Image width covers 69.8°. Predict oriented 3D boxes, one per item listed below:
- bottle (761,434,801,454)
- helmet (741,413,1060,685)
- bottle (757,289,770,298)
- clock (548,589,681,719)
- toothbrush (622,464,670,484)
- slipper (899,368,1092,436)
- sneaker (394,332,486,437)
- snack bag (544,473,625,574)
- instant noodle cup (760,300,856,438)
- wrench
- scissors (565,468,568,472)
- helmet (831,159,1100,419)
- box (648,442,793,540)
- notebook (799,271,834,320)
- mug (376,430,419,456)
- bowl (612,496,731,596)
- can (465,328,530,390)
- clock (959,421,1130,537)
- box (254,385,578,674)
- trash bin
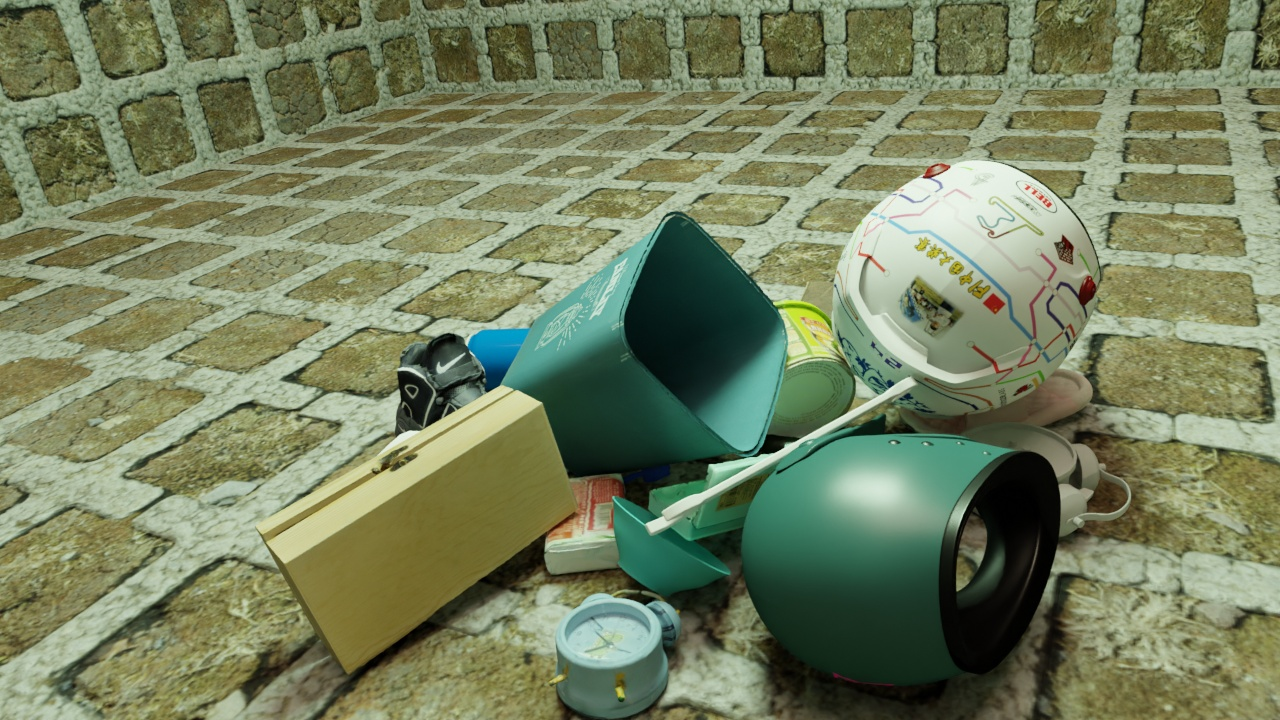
[{"bbox_3d":[0.188,0.098,0.946,0.123,0.033,0.032,4,28,19],"label":"bottle"},{"bbox_3d":[0.191,0.134,0.717,0.201,0.176,0.274,0,15,42],"label":"helmet"},{"bbox_3d":[0.123,-0.069,1.264,0.108,0.060,0.060,-8,26,-4],"label":"bottle"},{"bbox_3d":[-0.019,0.222,0.721,0.089,0.052,0.124,4,25,21],"label":"clock"},{"bbox_3d":[-0.058,0.138,0.950,0.186,0.011,0.016,-15,28,-11],"label":"toothbrush"},{"bbox_3d":[0.382,0.043,0.989,0.221,0.056,0.107,-13,25,-14],"label":"slipper"},{"bbox_3d":[-0.188,0.045,1.002,0.097,0.151,0.253,-26,33,-36],"label":"sneaker"},{"bbox_3d":[-0.051,0.155,0.880,0.077,0.036,0.115,-7,27,0],"label":"snack bag"},{"bbox_3d":[0.162,0.018,1.000,0.146,0.146,0.097,-12,38,-11],"label":"instant noodle cup"},{"bbox_3d":[0.122,0.075,0.759,0.273,0.047,0.009,-26,73,-19],"label":"wrench"},{"bbox_3d":[-0.042,0.090,1.034,0.127,0.014,0.127,11,33,31],"label":"scissors"},{"bbox_3d":[0.308,-0.060,0.908,0.231,0.236,0.314,44,12,15],"label":"helmet"},{"bbox_3d":[0.109,0.106,0.848,0.187,0.113,0.078,-9,45,-33],"label":"box"},{"bbox_3d":[0.324,-0.077,1.265,0.216,0.034,0.189,4,28,18],"label":"notebook"},{"bbox_3d":[-0.216,0.111,0.921,0.076,0.090,0.124,-35,2,-32],"label":"mug"},{"bbox_3d":[0.015,0.170,0.795,0.121,0.121,0.046,30,87,50],"label":"bowl"},{"bbox_3d":[-0.143,-0.001,1.166,0.146,0.079,0.078,-1,27,10],"label":"can"},{"bbox_3d":[0.368,0.107,0.855,0.159,0.061,0.119,11,31,33],"label":"clock"},{"bbox_3d":[-0.186,0.137,0.804,0.248,0.128,0.092,-32,35,-27],"label":"box"},{"bbox_3d":[-0.005,0.005,0.918,0.219,0.199,0.196,-24,32,42],"label":"trash bin"}]
